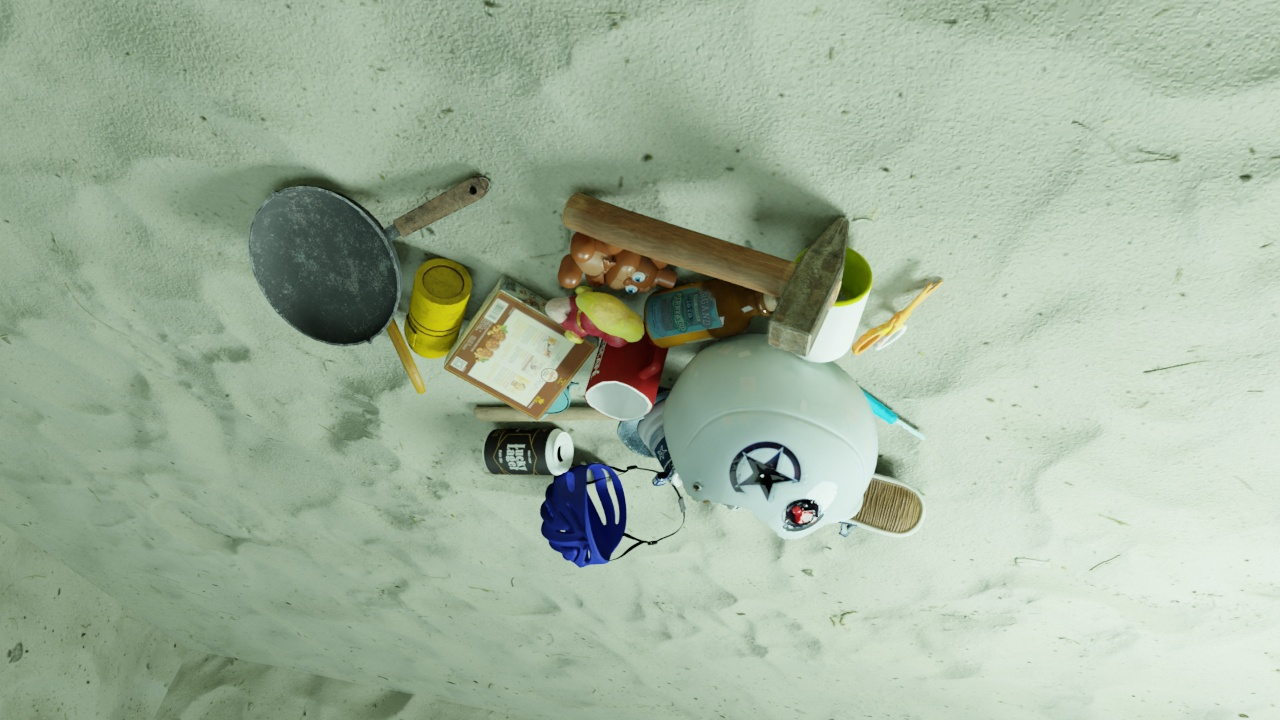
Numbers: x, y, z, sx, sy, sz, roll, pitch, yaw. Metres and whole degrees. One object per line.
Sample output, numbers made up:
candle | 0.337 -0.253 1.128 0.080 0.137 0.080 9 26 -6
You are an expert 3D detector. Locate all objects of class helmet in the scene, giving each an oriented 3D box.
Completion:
helmet | 0.168 0.065 1.058 0.264 0.236 0.164 20 125 -8
helmet | -0.042 0.226 1.412 0.228 0.241 0.148 -14 101 6

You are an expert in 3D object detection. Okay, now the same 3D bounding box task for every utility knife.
utility knife | 0.304 0.065 1.165 0.158 0.015 0.022 33 142 -20

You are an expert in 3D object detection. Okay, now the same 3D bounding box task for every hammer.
hammer | -0.099 0.076 1.341 0.332 0.030 0.119 0 142 26
hammer | 0.057 -0.118 0.937 0.301 0.157 0.037 20 147 17

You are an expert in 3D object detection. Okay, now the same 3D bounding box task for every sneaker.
sneaker | 0.248 0.188 1.312 0.295 0.120 0.127 12 179 6
sneaker | 0.126 0.143 1.162 0.269 0.132 0.103 18 124 -20

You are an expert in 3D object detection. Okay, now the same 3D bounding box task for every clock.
clock | -0.146 0.039 1.274 0.090 0.053 0.125 38 139 -28

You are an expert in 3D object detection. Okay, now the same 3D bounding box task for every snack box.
snack box | -0.151 -0.013 1.166 0.147 0.041 0.143 30 118 -18

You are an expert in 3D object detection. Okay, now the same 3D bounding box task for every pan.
pan | -0.310 -0.140 1.075 0.358 0.040 0.208 -21 108 25

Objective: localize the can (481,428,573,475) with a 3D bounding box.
can | -0.174 0.141 1.410 0.129 0.071 0.072 -2 142 24

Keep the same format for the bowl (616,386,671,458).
bowl | 0.023 0.074 1.218 0.110 0.055 0.110 -2 124 -3

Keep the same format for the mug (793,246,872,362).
mug | 0.196 -0.060 0.978 0.082 0.082 0.106 11 146 7

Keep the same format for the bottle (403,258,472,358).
bottle | -0.264 -0.054 1.175 0.071 0.070 0.164 21 145 -7

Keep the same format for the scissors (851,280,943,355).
scissors | 0.291 -0.048 1.004 0.083 0.012 0.133 -3 146 -50

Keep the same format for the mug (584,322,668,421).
mug | -0.007 0.007 1.136 0.080 0.096 0.117 33 142 -24

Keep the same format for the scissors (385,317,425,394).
scissors | -0.326 -0.052 1.187 0.016 0.166 0.226 -25 145 -14

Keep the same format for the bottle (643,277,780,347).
bottle | 0.085 -0.058 1.036 0.157 0.067 0.068 -10 138 32

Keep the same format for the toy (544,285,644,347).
toy | -0.045 -0.049 1.076 0.105 0.067 0.137 37 164 -33

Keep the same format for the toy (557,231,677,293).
toy | -0.023 -0.103 1.022 0.127 0.065 0.095 19 143 -13
